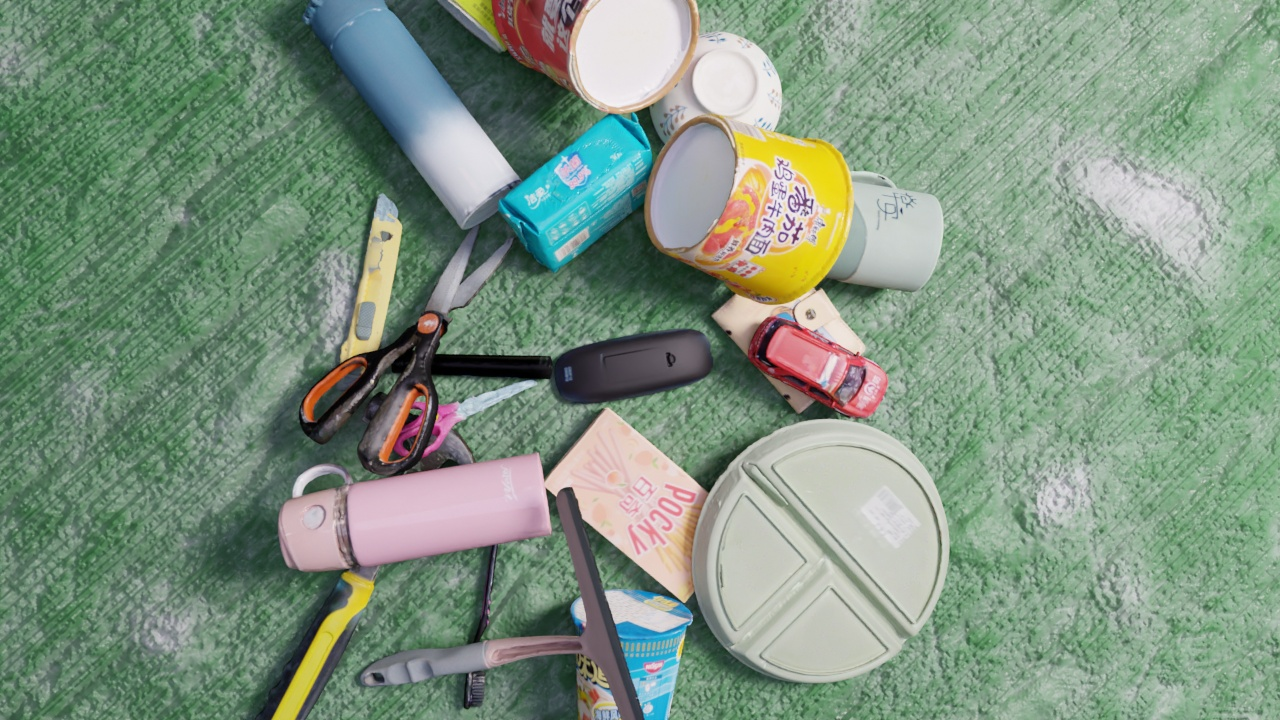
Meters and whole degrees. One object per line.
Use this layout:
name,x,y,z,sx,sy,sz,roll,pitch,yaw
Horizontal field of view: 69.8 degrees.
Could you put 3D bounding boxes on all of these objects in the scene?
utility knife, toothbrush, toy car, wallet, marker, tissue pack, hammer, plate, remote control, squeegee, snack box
utility knife,-0.224,-0.056,0.762,0.031,0.018,0.166,11,84,-11
toothbrush,-0.126,0.197,0.765,0.017,0.014,0.189,10,88,-15
toy car,0.148,0.007,0.757,0.120,0.045,0.053,26,90,-8
wallet,0.130,-0.025,0.788,0.087,0.024,0.115,-42,92,0
marker,-0.139,0.003,0.763,0.132,0.020,0.022,2,126,-5
tissue pack,-0.045,-0.136,0.737,0.133,0.093,0.050,-38,77,-5
hammer,-0.235,0.195,0.746,0.126,0.032,0.323,28,87,-3
plate,0.156,0.164,0.766,0.230,0.027,0.230,-1,98,-11
remote control,-0.005,0.005,0.773,0.136,0.024,0.053,-11,89,-5
squeegee,-0.115,0.231,0.718,0.250,0.040,0.247,-14,96,23
snack box,0.004,0.120,0.771,0.157,0.026,0.084,40,86,-3

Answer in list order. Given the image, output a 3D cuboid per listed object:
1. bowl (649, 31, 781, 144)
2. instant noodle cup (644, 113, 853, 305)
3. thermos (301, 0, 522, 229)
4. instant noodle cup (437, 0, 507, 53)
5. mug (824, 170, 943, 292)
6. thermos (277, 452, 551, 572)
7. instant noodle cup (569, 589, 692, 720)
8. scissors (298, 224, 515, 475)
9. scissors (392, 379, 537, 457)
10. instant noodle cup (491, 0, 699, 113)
bowl,0.066,-0.224,0.766,0.113,0.062,0.113,0,87,-5
instant noodle cup,0.077,-0.120,0.710,0.109,0.138,0.138,12,87,-35
thermos,-0.184,-0.212,0.742,0.070,0.070,0.220,-37,92,-5
instant noodle cup,-0.104,-0.319,0.734,0.111,0.111,0.123,38,94,-3
mug,0.184,-0.117,0.769,0.106,0.082,0.111,8,57,-6
thermos,-0.172,0.110,0.709,0.198,0.067,0.087,-9,58,-3
instant noodle cup,-0.012,0.254,0.739,0.099,0.099,0.110,4,97,-5
scissors,-0.189,-0.017,0.735,0.190,0.022,0.228,-6,62,13
scissors,-0.142,0.040,0.745,0.133,0.017,0.056,-21,58,-28
instant noodle cup,-0.030,-0.259,0.687,0.138,0.138,0.108,-34,52,-5
